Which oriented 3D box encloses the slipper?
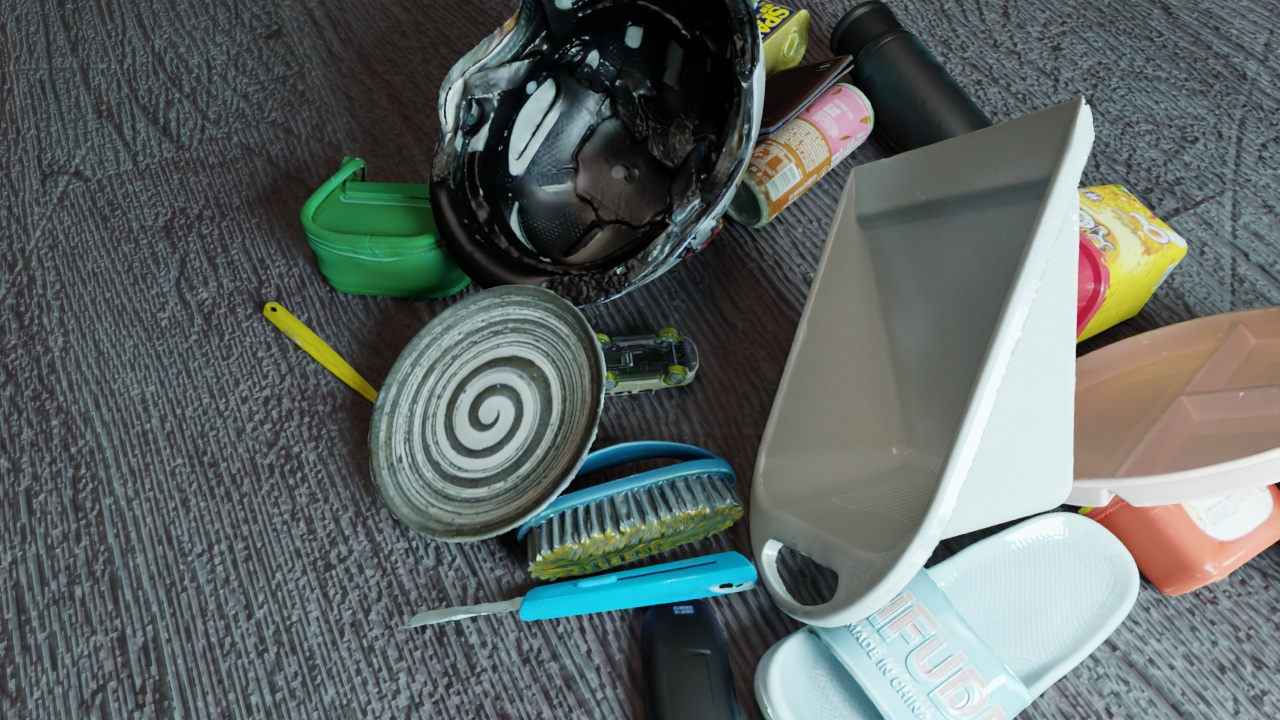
[{"bbox_3d":[0.182,0.154,0.515,0.245,0.074,0.104,-24,57,-16],"label":"slipper"}]

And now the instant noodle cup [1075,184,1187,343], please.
[{"bbox_3d":[0.301,-0.067,0.652,0.123,0.116,0.116,-15,54,-22],"label":"instant noodle cup"}]

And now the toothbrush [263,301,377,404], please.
[{"bbox_3d":[-0.220,0.006,0.677,0.190,0.017,0.015,35,65,25],"label":"toothbrush"}]

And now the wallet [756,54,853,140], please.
[{"bbox_3d":[0.111,-0.215,0.775,0.122,0.020,0.096,-44,26,-27],"label":"wallet"}]

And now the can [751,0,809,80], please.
[{"bbox_3d":[0.095,-0.295,0.855,0.083,0.057,0.101,30,60,25],"label":"can"}]

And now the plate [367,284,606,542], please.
[{"bbox_3d":[-0.101,0.034,0.602,0.180,0.024,0.179,-10,63,20],"label":"plate"}]

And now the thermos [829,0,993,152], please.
[{"bbox_3d":[0.246,-0.196,0.763,0.069,0.090,0.242,-36,59,19],"label":"thermos"}]

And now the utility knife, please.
[{"bbox_3d":[-0.038,0.144,0.562,0.216,0.018,0.034,-9,15,-2],"label":"utility knife"}]

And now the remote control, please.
[{"bbox_3d":[0.029,0.197,0.522,0.053,0.024,0.136,-7,54,-3],"label":"remote control"}]

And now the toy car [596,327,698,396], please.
[{"bbox_3d":[-0.004,0.004,0.656,0.090,0.035,0.042,-6,56,-2],"label":"toy car"}]

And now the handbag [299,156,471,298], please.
[{"bbox_3d":[-0.194,-0.112,0.730,0.131,0.068,0.120,2,53,4],"label":"handbag"}]

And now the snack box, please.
[{"bbox_3d":[0.331,0.088,0.552,0.091,0.082,0.080,-26,67,-14],"label":"snack box"}]

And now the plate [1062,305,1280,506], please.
[{"bbox_3d":[0.320,0.026,0.540,0.229,0.230,0.028,-28,100,-16],"label":"plate"}]

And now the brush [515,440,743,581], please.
[{"bbox_3d":[-0.010,0.088,0.583,0.144,0.055,0.073,-14,56,-7],"label":"brush"}]

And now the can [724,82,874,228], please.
[{"bbox_3d":[0.129,-0.171,0.761,0.058,0.058,0.147,37,64,26],"label":"can"}]

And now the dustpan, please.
[{"bbox_3d":[0.131,0.009,0.524,0.142,0.223,0.258,-10,95,-16],"label":"dustpan"}]

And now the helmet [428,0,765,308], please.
[{"bbox_3d":[-0.020,-0.164,0.693,0.230,0.156,0.274,29,97,16],"label":"helmet"}]
